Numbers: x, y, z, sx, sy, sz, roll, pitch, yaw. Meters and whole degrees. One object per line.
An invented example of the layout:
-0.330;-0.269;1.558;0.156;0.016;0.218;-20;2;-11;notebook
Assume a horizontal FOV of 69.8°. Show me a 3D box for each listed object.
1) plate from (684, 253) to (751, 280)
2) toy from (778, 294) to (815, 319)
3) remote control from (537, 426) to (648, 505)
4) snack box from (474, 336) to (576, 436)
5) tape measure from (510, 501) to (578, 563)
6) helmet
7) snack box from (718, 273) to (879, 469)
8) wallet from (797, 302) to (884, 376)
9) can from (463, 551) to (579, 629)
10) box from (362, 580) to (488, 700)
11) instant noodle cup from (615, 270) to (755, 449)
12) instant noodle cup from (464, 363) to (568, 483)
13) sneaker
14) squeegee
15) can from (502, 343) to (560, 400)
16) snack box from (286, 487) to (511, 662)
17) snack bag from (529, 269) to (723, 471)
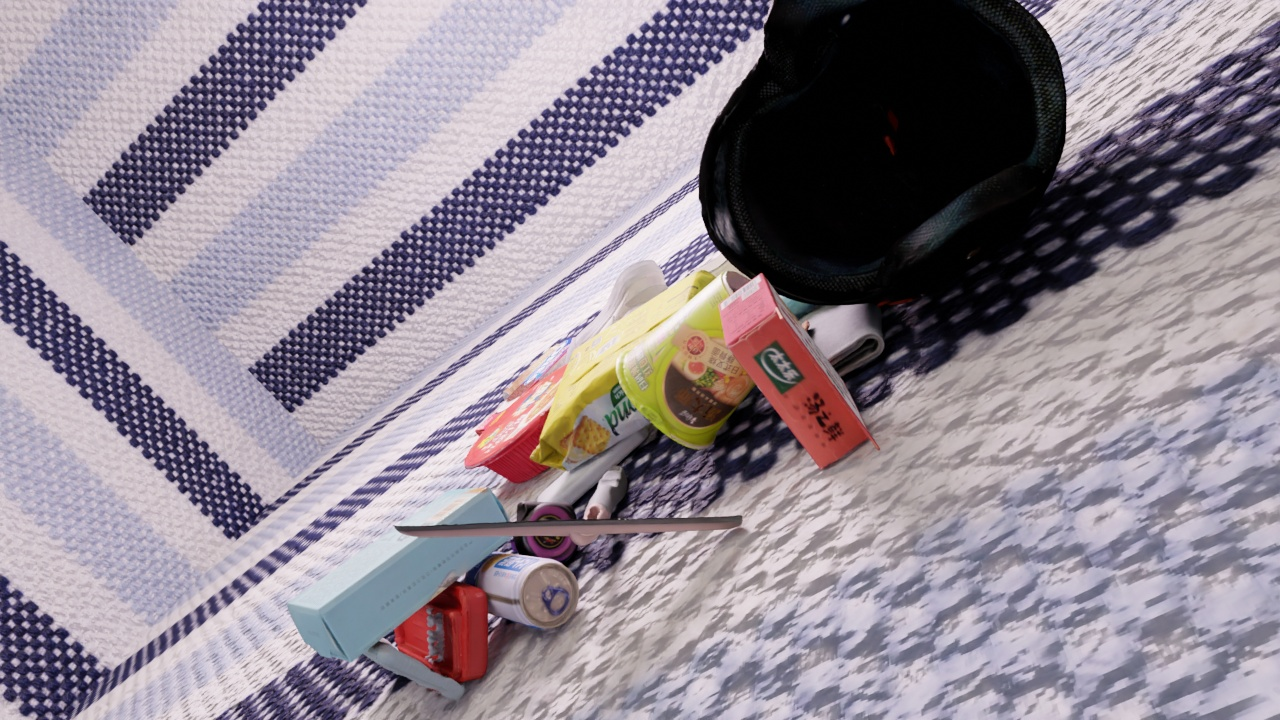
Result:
0.133;-0.129;1.120;0.205;0.045;0.205;-36;5;3;plate
0.148;-0.066;0.880;0.162;0.050;0.155;-37;0;32;toy
-0.048;0.109;0.939;0.136;0.020;0.056;-41;13;-6;remote control
-0.142;0.051;1.317;0.207;0.058;0.057;-47;17;-28;snack box
-0.084;0.153;0.808;0.057;0.057;0.039;3;-15;-27;tape measure
0.188;-0.161;0.716;0.275;0.233;0.229;-29;-14;25;helmet
0.105;0.008;0.637;0.044;0.113;0.127;-36;14;13;snack box
0.152;-0.018;0.768;0.107;0.037;0.129;-33;14;24;wallet
-0.099;0.186;0.751;0.053;0.053;0.135;-46;14;-26;can
-0.206;0.235;0.785;0.098;0.095;0.202;3;-9;-29;box
0.059;-0.007;0.770;0.124;0.111;0.111;-48;9;24;instant noodle cup
-0.127;0.086;1.140;0.194;0.066;0.193;-38;12;9;instant noodle cup
-0.022;-0.026;1.222;0.089;0.090;0.243;-14;-25;-35;sneaker
-0.037;0.123;0.758;0.248;0.040;0.249;-3;3;8;squeegee
-0.150;0.033;1.394;0.116;0.058;0.059;-45;14;-17;can
-0.192;0.169;0.750;0.174;0.051;0.074;-35;13;-37;snack box
-0.006;0.006;0.944;0.247;0.068;0.157;-33;21;26;snack bag
